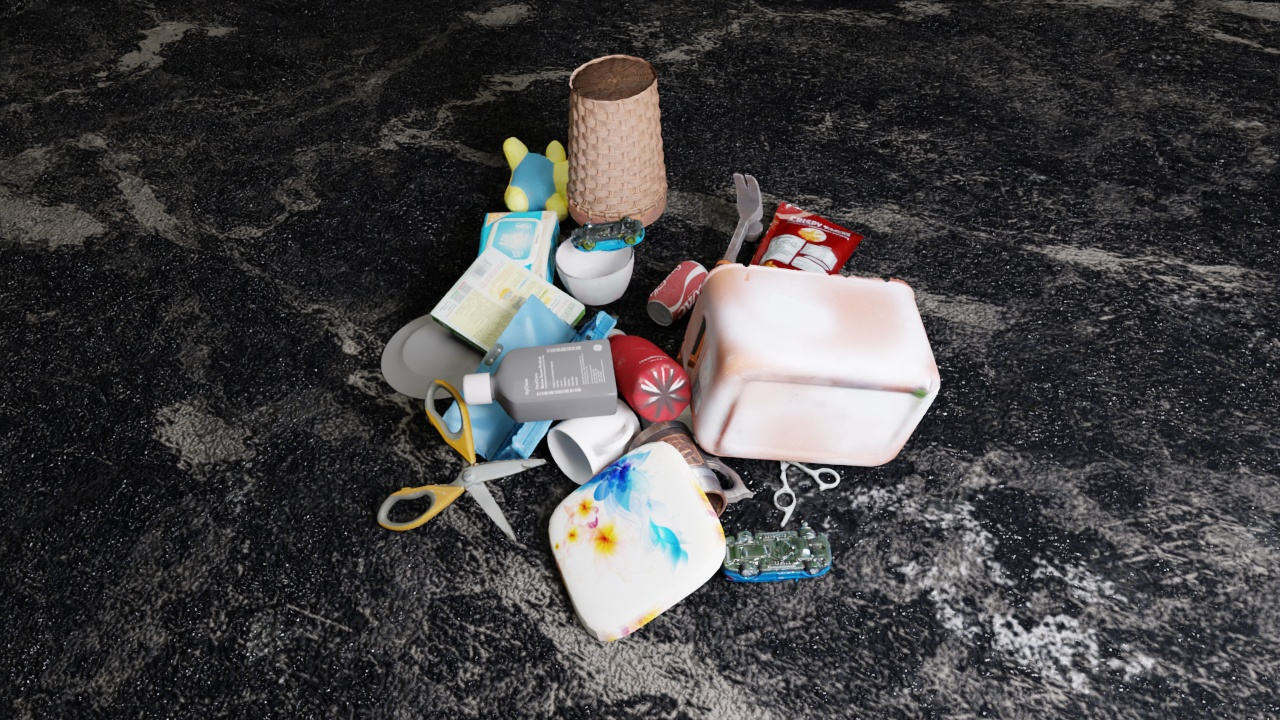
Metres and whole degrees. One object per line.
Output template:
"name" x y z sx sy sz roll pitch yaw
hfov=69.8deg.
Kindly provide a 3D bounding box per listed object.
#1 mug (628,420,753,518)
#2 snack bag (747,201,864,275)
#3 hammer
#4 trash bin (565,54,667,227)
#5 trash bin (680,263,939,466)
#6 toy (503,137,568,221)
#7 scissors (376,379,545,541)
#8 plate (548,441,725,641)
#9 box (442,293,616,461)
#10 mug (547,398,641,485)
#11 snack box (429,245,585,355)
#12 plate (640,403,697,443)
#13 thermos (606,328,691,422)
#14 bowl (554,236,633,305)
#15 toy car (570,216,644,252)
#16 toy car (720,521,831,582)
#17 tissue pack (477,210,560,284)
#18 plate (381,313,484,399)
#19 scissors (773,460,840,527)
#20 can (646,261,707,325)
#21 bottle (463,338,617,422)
"mug" 0.059 0.132 1.062 0.115 0.080 0.107 -9 45 -23
"snack bag" 0.235 -0.156 1.332 0.139 0.067 0.207 19 49 16
"hammer" 0.113 -0.124 1.284 0.035 0.138 0.313 11 56 20
"trash bin" -0.040 -0.308 1.309 0.151 0.210 0.151 -2 47 2
"trash bin" 0.192 0.013 1.059 0.259 0.182 0.157 5 47 -11
"toy" -0.114 -0.290 1.484 0.214 0.084 0.148 -3 66 3
"scissors" -0.216 0.120 1.069 0.225 0.016 0.229 -17 71 15
"plate" -0.013 0.189 0.992 0.187 0.016 0.187 -36 50 8
"box" -0.139 0.013 1.145 0.112 0.094 0.230 38 59 -12
"mug" -0.044 0.092 1.091 0.087 0.081 0.114 -35 14 -32
"snack box" -0.182 -0.065 1.260 0.168 0.027 0.131 33 71 12
"plate" 0.051 0.061 1.162 0.104 0.026 0.104 -3 46 3
"thermos" -0.007 0.007 1.144 0.073 0.073 0.240 -18 20 -11
"bowl" -0.064 -0.131 1.335 0.116 0.066 0.116 -3 45 3
"toy car" -0.046 -0.175 1.306 0.105 0.032 0.048 -7 45 7
"toy car" 0.145 0.212 0.992 0.120 0.044 0.056 -5 45 4
"tissue pack" -0.185 -0.158 1.379 0.117 0.066 0.208 0 44 4
"plate" -0.275 -0.015 1.283 0.178 0.012 0.178 -3 46 3
"scissors" 0.165 0.124 1.097 0.142 0.014 0.146 29 56 27
"can" 0.053 -0.095 1.296 0.054 0.054 0.096 24 53 26
"bottle" -0.118 0.027 1.072 0.174 0.046 0.083 -5 54 -6
